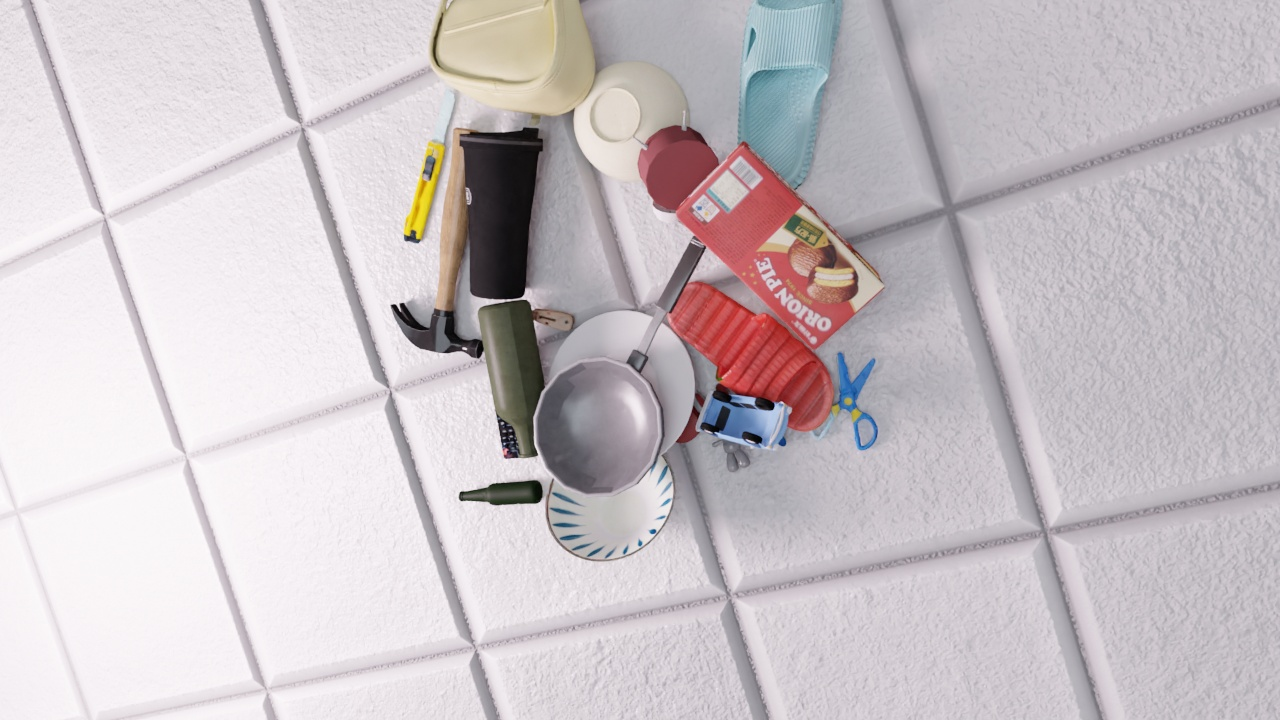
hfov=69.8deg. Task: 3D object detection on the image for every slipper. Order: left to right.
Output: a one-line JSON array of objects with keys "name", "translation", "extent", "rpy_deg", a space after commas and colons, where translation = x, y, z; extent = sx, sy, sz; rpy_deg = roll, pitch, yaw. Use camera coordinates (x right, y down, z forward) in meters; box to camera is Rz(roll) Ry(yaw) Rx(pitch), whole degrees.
[{"name": "slipper", "translation": [0.133, -0.010, 1.132], "extent": [0.249, 0.059, 0.103], "rpy_deg": [41, 99, 12]}, {"name": "slipper", "translation": [0.167, -0.332, 1.077], "extent": [0.116, 0.069, 0.276], "rpy_deg": [10, 102, 19]}]

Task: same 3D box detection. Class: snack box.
[{"name": "snack box", "translation": [0.164, -0.134, 1.081], "extent": [0.236, 0.060, 0.113], "rpy_deg": [43, 109, -7]}]

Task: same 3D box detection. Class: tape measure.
[{"name": "tape measure", "translation": [0.051, 0.083, 1.199], "extent": [0.059, 0.019, 0.051], "rpy_deg": [-41, 87, 26]}]

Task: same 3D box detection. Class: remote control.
[{"name": "remote control", "translation": [-0.178, 0.061, 1.269], "extent": [0.047, 0.022, 0.150], "rpy_deg": [-6, 98, 18]}]

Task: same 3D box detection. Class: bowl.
[{"name": "bowl", "translation": [-0.030, 0.190, 1.198], "extent": [0.177, 0.071, 0.177], "rpy_deg": [-10, 54, 14]}, {"name": "bowl", "translation": [-0.021, -0.299, 1.137], "extent": [0.151, 0.075, 0.151], "rpy_deg": [2, 98, 18]}]

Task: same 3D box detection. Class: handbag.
[{"name": "handbag", "translation": [-0.161, -0.395, 1.143], "extent": [0.233, 0.088, 0.191], "rpy_deg": [4, 84, 33]}]

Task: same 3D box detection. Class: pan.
[{"name": "pan", "translation": [-0.007, 0.007, 1.159], "extent": [0.179, 0.041, 0.357], "rpy_deg": [31, 97, 22]}]

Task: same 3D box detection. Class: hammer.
[{"name": "hammer", "translation": [-0.262, -0.163, 1.257], "extent": [0.132, 0.040, 0.305], "rpy_deg": [12, 101, 12]}]

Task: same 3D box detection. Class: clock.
[{"name": "clock", "translation": [0.049, -0.224, 1.115], "extent": [0.096, 0.048, 0.138], "rpy_deg": [-25, 130, 4]}]

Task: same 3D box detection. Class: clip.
[{"name": "clip", "translation": [-0.118, -0.056, 1.234], "extent": [0.061, 0.049, 0.026], "rpy_deg": [6, 101, -24]}]

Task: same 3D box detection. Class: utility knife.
[{"name": "utility knife", "translation": [-0.290, -0.265, 1.261], "extent": [0.030, 0.019, 0.218], "rpy_deg": [20, 101, 5]}]

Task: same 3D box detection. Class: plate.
[{"name": "plate", "translation": [-0.027, 0.039, 1.202], "extent": [0.209, 0.015, 0.208], "rpy_deg": [-3, 82, 21]}]

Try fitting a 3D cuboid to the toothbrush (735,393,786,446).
[{"name": "toothbrush", "translation": [0.143, 0.055, 1.168], "extent": [0.021, 0.017, 0.135], "rpy_deg": [-40, 81, 15]}]

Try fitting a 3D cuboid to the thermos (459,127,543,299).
[{"name": "thermos", "translation": [-0.183, -0.193, 1.195], "extent": [0.106, 0.105, 0.219], "rpy_deg": [8, 105, 16]}]

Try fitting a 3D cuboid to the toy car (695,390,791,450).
[{"name": "toy car", "translation": [0.125, 0.072, 1.097], "extent": [0.054, 0.154, 0.056], "rpy_deg": [26, 81, -30]}]

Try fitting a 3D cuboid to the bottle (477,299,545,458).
[{"name": "bottle", "translation": [-0.163, 0.026, 1.212], "extent": [0.071, 0.071, 0.207], "rpy_deg": [-7, 98, 18]}]

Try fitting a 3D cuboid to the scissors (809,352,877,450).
[{"name": "scissors", "translation": [0.248, 0.050, 1.137], "extent": [0.110, 0.018, 0.131], "rpy_deg": [-9, 95, 16]}]

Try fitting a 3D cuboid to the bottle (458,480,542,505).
[{"name": "bottle", "translation": [-0.199, 0.187, 1.287], "extent": [0.123, 0.033, 0.033], "rpy_deg": [-6, 96, 19]}]

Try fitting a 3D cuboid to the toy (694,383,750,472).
[{"name": "toy", "translation": [0.108, 0.087, 1.175], "extent": [0.049, 0.030, 0.111], "rpy_deg": [-25, 80, 24]}]
